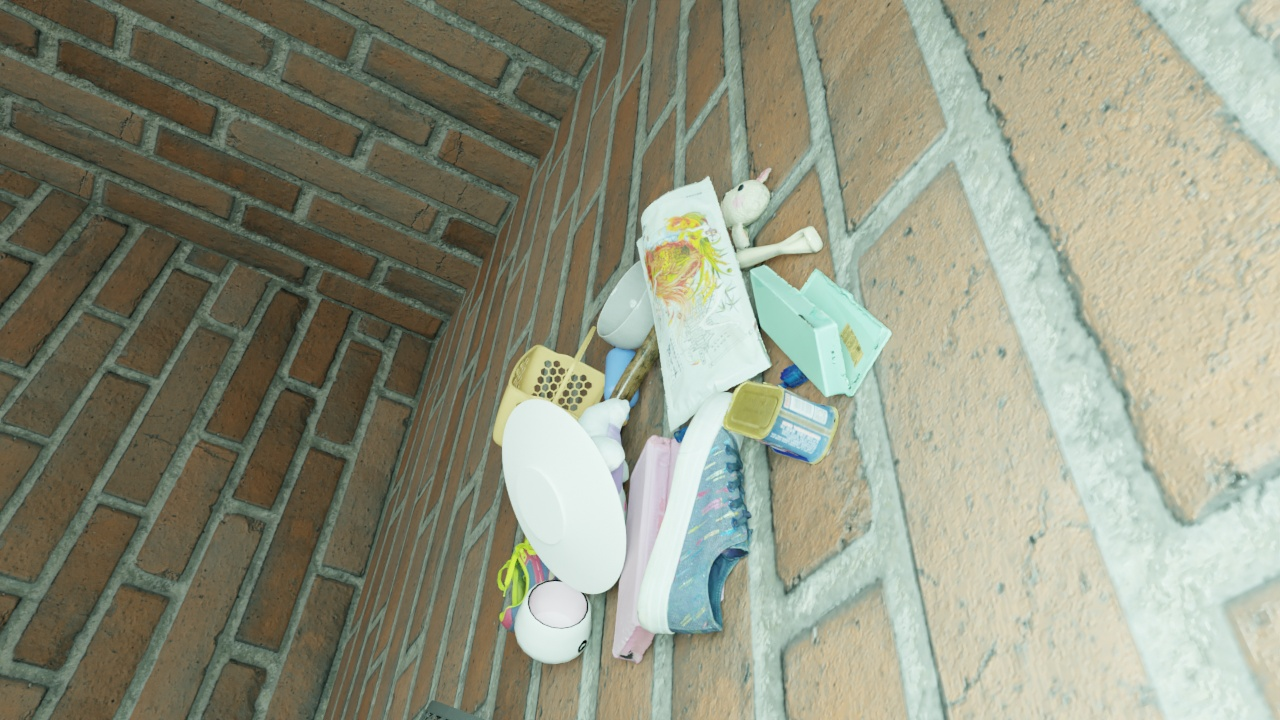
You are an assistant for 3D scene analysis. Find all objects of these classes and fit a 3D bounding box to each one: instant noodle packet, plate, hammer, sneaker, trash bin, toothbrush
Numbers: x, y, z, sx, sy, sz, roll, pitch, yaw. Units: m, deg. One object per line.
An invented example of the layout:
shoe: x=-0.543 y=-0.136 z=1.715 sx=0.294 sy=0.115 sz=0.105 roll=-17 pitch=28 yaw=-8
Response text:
instant noodle packet: x=0.055 y=-0.070 z=1.016 sx=0.147 sy=0.057 sz=0.268 roll=-40 pitch=46 yaw=36
plate: x=-0.101 y=0.157 z=1.021 sx=0.230 sy=0.030 sz=0.230 roll=25 pitch=123 yaw=44
hammer: x=-0.007 y=0.007 z=1.165 sx=0.033 sy=0.120 sz=0.330 roll=24 pitch=80 yaw=38
sneaker: x=0.070 y=0.141 z=0.842 sx=0.079 sy=0.087 sz=0.235 roll=7 pitch=65 yaw=27
trash bin: x=-0.194 y=0.500 z=0.941 sx=0.217 sy=0.217 sz=0.242 roll=-32 pitch=32 yaw=60
sneaker: x=-0.128 y=0.248 z=1.225 sx=0.117 sy=0.091 sz=0.241 roll=-48 pitch=25 yaw=50
toothbrush: x=0.095 y=0.045 z=0.913 sx=0.191 sy=0.017 sz=0.016 roll=-32 pitch=31 yaw=45

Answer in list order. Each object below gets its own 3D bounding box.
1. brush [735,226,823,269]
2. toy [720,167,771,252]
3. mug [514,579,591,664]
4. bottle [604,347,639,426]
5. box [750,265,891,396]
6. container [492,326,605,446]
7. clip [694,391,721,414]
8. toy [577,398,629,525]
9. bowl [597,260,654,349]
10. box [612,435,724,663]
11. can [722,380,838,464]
brush: x=0.118 y=-0.116 z=1.038 sx=0.077 sy=0.062 sz=0.273 roll=-48 pitch=17 yaw=-18
toy: x=0.126 y=-0.184 z=1.113 sx=0.112 sy=0.050 sz=0.087 roll=-66 pitch=17 yaw=-13
mug: x=-0.097 y=0.301 z=1.087 sx=0.123 sy=0.090 sz=0.076 roll=-62 pitch=-12 yaw=-55
bottle: x=-0.026 y=0.039 z=1.259 sx=0.048 sy=0.048 sz=0.131 roll=-54 pitch=22 yaw=35
box: x=0.169 y=-0.035 z=0.839 sx=0.188 sy=0.079 sz=0.077 roll=-117 pitch=13 yaw=-67
container: x=-0.113 y=0.037 z=1.262 sx=0.167 sy=0.129 sz=0.183 roll=-61 pitch=3 yaw=20
clip: x=0.072 y=0.035 z=1.034 sx=0.058 sy=0.022 sz=0.035 roll=-55 pitch=25 yaw=38
toy: x=-0.055 y=0.154 z=1.066 sx=0.137 sy=0.085 sz=0.210 roll=-86 pitch=3 yaw=-55
bowl: x=0.004 y=-0.071 z=1.273 sx=0.132 sy=0.064 sz=0.131 roll=-47 pitch=23 yaw=27
box: x=0.024 y=0.173 z=0.951 sx=0.181 sy=0.055 sz=0.232 roll=-49 pitch=25 yaw=41
can: x=0.122 y=0.052 z=0.809 sx=0.054 sy=0.059 sz=0.100 roll=-68 pitch=19 yaw=-5
